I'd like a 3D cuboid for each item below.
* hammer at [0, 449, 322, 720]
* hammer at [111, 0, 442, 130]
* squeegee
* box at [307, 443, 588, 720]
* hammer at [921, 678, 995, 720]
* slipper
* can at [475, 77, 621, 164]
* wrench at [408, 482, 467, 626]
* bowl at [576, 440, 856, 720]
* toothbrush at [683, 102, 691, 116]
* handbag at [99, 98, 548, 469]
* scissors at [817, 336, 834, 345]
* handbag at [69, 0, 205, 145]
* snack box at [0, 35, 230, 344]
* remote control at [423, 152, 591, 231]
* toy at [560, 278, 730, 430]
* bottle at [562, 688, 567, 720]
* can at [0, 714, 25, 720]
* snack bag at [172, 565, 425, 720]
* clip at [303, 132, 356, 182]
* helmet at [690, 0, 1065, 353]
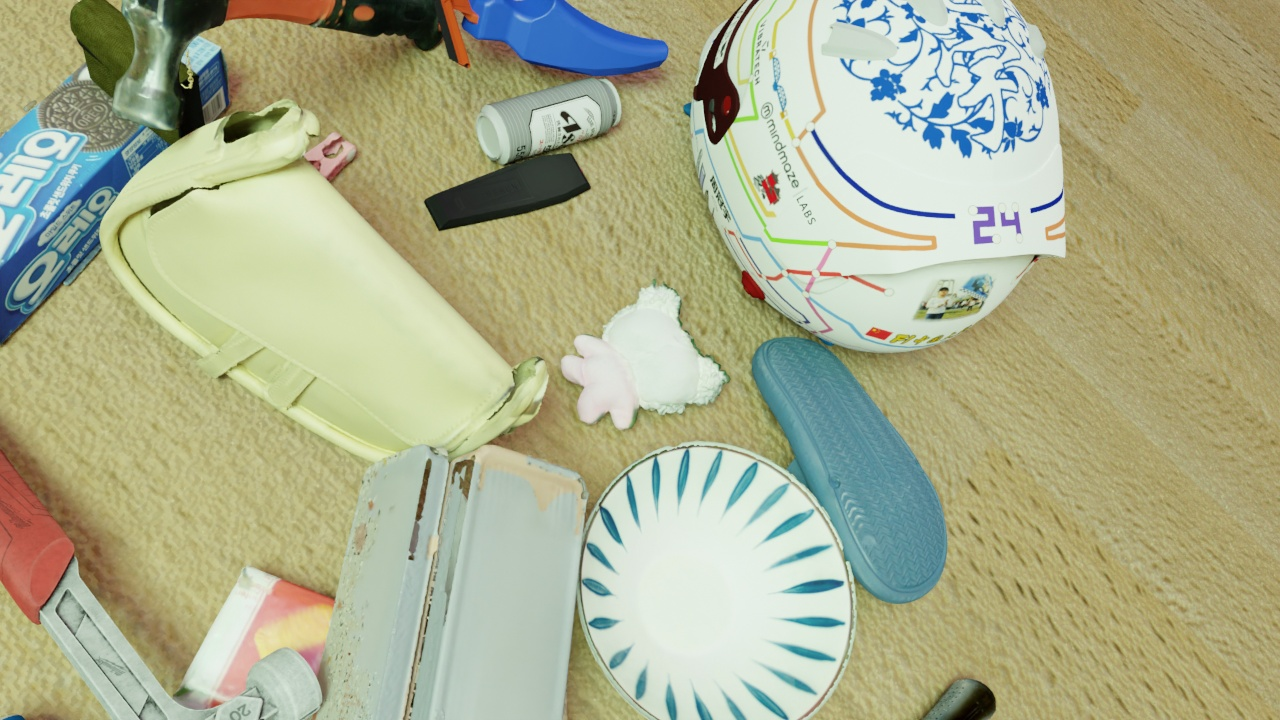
[{"bbox_3d":[-0.303,0.087,0.445,0.316,0.036,0.125,42,39,17],"label":"hammer"},{"bbox_3d":[-0.187,-0.217,0.558,0.033,0.133,0.332,21,20,3],"label":"hammer"},{"bbox_3d":[-0.066,-0.243,0.674,0.184,0.055,0.249,4,40,-24],"label":"squeegee"},{"bbox_3d":[-0.099,0.155,0.463,0.105,0.096,0.215,19,61,-27],"label":"box"},{"bbox_3d":[0.109,0.273,0.515,0.325,0.141,0.036,-23,76,-36],"label":"hammer"},{"bbox_3d":[0.142,0.072,0.647,0.103,0.059,0.213,-3,53,-29],"label":"slipper"},{"bbox_3d":[-0.068,-0.182,0.692,0.106,0.044,0.044,-25,77,-28],"label":"can"},{"bbox_3d":[-0.086,0.186,0.477,0.047,0.009,0.273,-19,65,-3],"label":"wrench"},{"bbox_3d":[0.037,0.144,0.564,0.177,0.071,0.177,8,63,-17],"label":"bowl"},{"bbox_3d":[0.097,-0.190,0.774,0.132,0.016,0.021,21,63,-11],"label":"toothbrush"},{"bbox_3d":[-0.176,-0.029,0.511,0.233,0.191,0.088,47,53,-18],"label":"handbag"},{"bbox_3d":[0.179,-0.062,0.747,0.105,0.019,0.131,24,62,-12],"label":"scissors"},{"bbox_3d":[-0.267,-0.187,0.473,0.084,0.178,0.027,39,58,1],"label":"handbag"},{"bbox_3d":[-0.338,-0.116,0.552,0.059,0.059,0.225,28,60,-3],"label":"snack box"},{"bbox_3d":[-0.096,-0.125,0.674,0.124,0.010,0.039,-23,76,-27],"label":"remote control"},{"bbox_3d":[-0.004,0.004,0.633,0.108,0.041,0.095,-25,76,-22],"label":"toy"},{"bbox_3d":[-0.070,0.162,0.524,0.056,0.057,0.161,5,65,-19],"label":"bottle"},{"bbox_3d":[-0.268,0.232,0.404,0.146,0.079,0.078,44,59,3],"label":"can"},{"bbox_3d":[-0.178,0.167,0.493,0.116,0.036,0.076,25,60,-8],"label":"snack bag"},{"bbox_3d":[-0.223,-0.137,0.628,0.037,0.022,0.058,35,54,1],"label":"clip"},{"bbox_3d":[0.162,-0.163,0.642,0.230,0.237,0.314,-6,71,-18],"label":"helmet"}]
